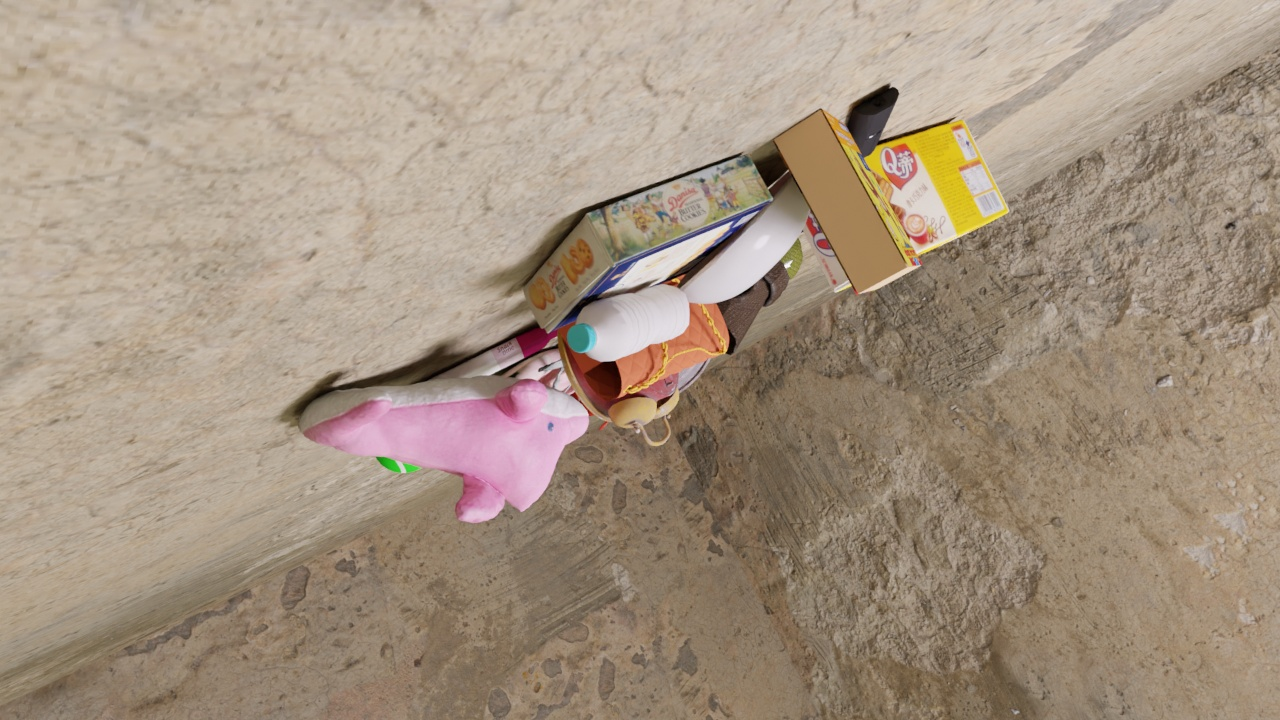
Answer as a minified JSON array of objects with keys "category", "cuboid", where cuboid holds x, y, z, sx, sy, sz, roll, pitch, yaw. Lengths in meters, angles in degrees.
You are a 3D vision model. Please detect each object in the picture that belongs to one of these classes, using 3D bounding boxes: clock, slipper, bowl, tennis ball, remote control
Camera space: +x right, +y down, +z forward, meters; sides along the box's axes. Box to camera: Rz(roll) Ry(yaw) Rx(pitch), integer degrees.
[{"category":"clock","cuboid":[-0.005,0.005,0.878,0.081,0.159,0.117,-24,177,25]},{"category":"slipper","cuboid":[-0.103,0.021,1.115,0.107,0.055,0.221,-30,172,17]},{"category":"bowl","cuboid":[0.093,-0.094,0.761,0.149,0.043,0.149,-46,-175,5]},{"category":"tennis ball","cuboid":[-0.244,0.084,0.949,0.065,0.065,0.065,-27,175,-3]},{"category":"remote control","cuboid":[0.183,-0.186,0.737,0.033,0.015,0.146,-28,175,6]}]

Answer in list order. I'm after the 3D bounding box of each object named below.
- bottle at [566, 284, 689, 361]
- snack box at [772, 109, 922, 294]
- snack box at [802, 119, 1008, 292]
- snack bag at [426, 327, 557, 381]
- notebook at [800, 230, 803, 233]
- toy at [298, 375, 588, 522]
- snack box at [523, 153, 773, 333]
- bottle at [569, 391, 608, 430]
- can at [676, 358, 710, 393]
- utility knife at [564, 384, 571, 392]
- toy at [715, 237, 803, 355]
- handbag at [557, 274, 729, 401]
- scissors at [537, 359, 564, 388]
[{"category":"bottle","cuboid":[-0.009,-0.027,0.673,0.044,0.044,0.136,-30,176,31]},{"category":"snack box","cuboid":[0.156,-0.116,0.682,0.040,0.126,0.088,-30,175,23]},{"category":"snack box","cuboid":[0.253,-0.155,0.888,0.229,0.110,0.062,-23,177,-36]},{"category":"snack bag","cuboid":[-0.168,0.011,0.897,0.196,0.016,0.070,-27,173,-7]},{"category":"notebook","cuboid":[0.220,-0.178,1.029,0.206,0.016,0.149,-25,175,-30]},{"category":"toy","cuboid":[-0.153,0.075,0.783,0.265,0.127,0.187,7,164,-38]},{"category":"snack box","cuboid":[0.002,-0.083,0.676,0.144,0.042,0.145,-25,175,-29]},{"category":"bottle","cuboid":[-0.053,0.031,1.264,0.111,0.099,0.099,-31,176,-9]},{"category":"can","cuboid":[0.019,-0.015,1.046,0.129,0.044,0.130,-18,134,-20]},{"category":"utility knife","cuboid":[-0.054,0.000,1.054,0.165,0.015,0.022,-51,179,3]},{"category":"toy","cuboid":[0.101,-0.077,0.931,0.152,0.078,0.179,-49,172,-12]},{"category":"handbag","cuboid":[0.009,-0.037,0.809,0.060,0.109,0.171,-31,174,38]},{"category":"scissors","cuboid":[-0.084,0.008,1.010,0.141,0.014,0.176,-41,164,-50]}]
